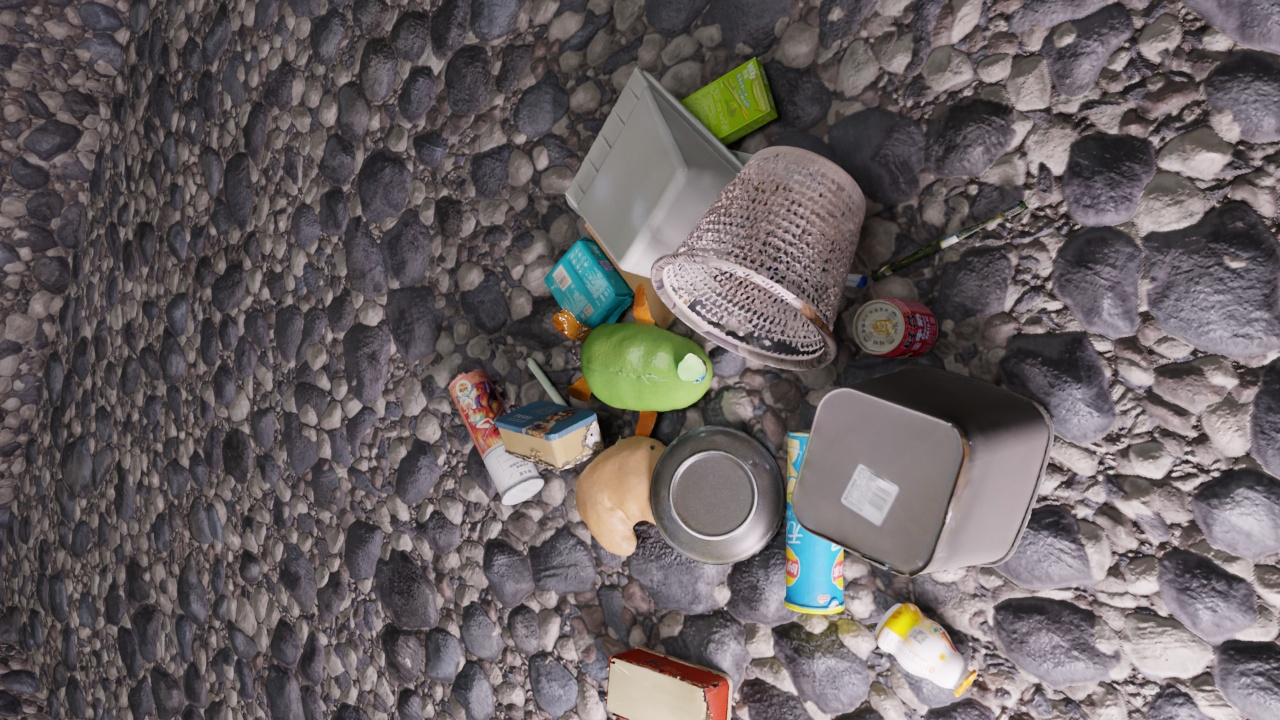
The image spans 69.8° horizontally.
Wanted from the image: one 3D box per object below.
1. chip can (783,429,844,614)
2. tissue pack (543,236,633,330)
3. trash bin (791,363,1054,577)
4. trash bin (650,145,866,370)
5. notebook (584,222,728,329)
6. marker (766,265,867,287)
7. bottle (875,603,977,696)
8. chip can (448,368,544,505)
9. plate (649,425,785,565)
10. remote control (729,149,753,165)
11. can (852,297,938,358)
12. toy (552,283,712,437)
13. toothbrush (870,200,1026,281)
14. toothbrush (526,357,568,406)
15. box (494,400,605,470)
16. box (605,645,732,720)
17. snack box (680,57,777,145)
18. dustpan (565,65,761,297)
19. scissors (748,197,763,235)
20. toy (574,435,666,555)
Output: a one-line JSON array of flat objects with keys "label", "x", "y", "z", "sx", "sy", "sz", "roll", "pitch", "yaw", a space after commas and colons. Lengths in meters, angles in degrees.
[{"label": "chip can", "x": 0.208, "y": 0.189, "z": 1.093, "sx": 0.071, "sy": 0.071, "sz": 0.210, "roll": 1, "pitch": 90, "yaw": 38}, {"label": "tissue pack", "x": -0.074, "y": -0.103, "z": 1.333, "sx": 0.093, "sy": 0.050, "sz": 0.133, "roll": -46, "pitch": 63, "yaw": 26}, {"label": "trash bin", "x": 0.282, "y": 0.115, "z": 0.944, "sx": 0.199, "sy": 0.219, "sz": 0.199, "roll": 21, "pitch": 103, "yaw": 35}, {"label": "trash bin", "x": 0.152, "y": -0.126, "z": 1.048, "sx": 0.228, "sy": 0.227, "sz": 0.191, "roll": 15, "pitch": 69, "yaw": 37}, {"label": "notebook", "x": 0.020, "y": -0.167, "z": 1.278, "sx": 0.150, "sy": 0.012, "sz": 0.211, "roll": -48, "pitch": 66, "yaw": 29}, {"label": "marker", "x": 0.210, "y": -0.105, "z": 1.131, "sx": 0.146, "sy": 0.016, "sz": 0.017, "roll": 12, "pitch": 96, "yaw": 38}, {"label": "bottle", "x": 0.315, "y": 0.320, "z": 1.012, "sx": 0.108, "sy": 0.063, "sz": 0.063, "roll": 39, "pitch": 112, "yaw": 32}, {"label": "chip can", "x": -0.229, "y": 0.118, "z": 1.440, "sx": 0.071, "sy": 0.071, "sz": 0.214, "roll": -45, "pitch": 63, "yaw": 29}, {"label": "plate", "x": 0.094, "y": 0.172, "z": 1.174, "sx": 0.180, "sy": 0.024, "sz": 0.179, "roll": -2, "pitch": 85, "yaw": 17}, {"label": "remote control", "x": 0.099, "y": -0.255, "z": 1.218, "sx": 0.135, "sy": 0.019, "sz": 0.056, "roll": 23, "pitch": 103, "yaw": 36}, {"label": "can", "x": 0.284, "y": -0.036, "z": 1.022, "sx": 0.067, "sy": 0.093, "sz": 0.066, "roll": -1, "pitch": 89, "yaw": 38}, {"label": "toy", "x": -0.007, "y": 0.007, "z": 1.255, "sx": 0.247, "sy": 0.089, "sz": 0.227, "roll": 9, "pitch": 113, "yaw": 31}, {"label": "toothbrush", "x": 0.340, "y": -0.132, "z": 1.028, "sx": 0.186, "sy": 0.017, "sz": 0.012, "roll": -27, "pitch": 76, "yaw": 35}, {"label": "toothbrush", "x": -0.121, "y": 0.060, "z": 1.389, "sx": 0.189, "sy": 0.020, "sz": 0.029, "roll": 48, "pitch": 149, "yaw": 30}, {"label": "box", "x": -0.136, "y": 0.106, "z": 1.334, "sx": 0.185, "sy": 0.089, "sz": 0.061, "roll": 8, "pitch": 117, "yaw": 49}, {"label": "box", "x": 0.031, "y": 0.450, "z": 1.225, "sx": 0.169, "sy": 0.080, "sz": 0.091, "roll": 4, "pitch": 91, "yaw": 39}, {"label": "snack box", "x": 0.098, "y": -0.320, "z": 1.199, "sx": 0.157, "sy": 0.026, "sz": 0.085, "roll": -24, "pitch": 67, "yaw": 30}, {"label": "dustpan", "x": 0.041, "y": -0.213, "z": 1.218, "sx": 0.223, "sy": 0.142, "sz": 0.257, "roll": -55, "pitch": 42, "yaw": 32}, {"label": "scissors", "x": 0.087, "y": -0.219, "z": 1.203, "sx": 0.172, "sy": 0.014, "sz": 0.147, "roll": 51, "pitch": 131, "yaw": 7}, {"label": "toy", "x": 0.002, "y": 0.168, "z": 1.257, "sx": 0.227, "sy": 0.082, "sz": 0.143, "roll": -39, "pitch": 82, "yaw": 28}]
